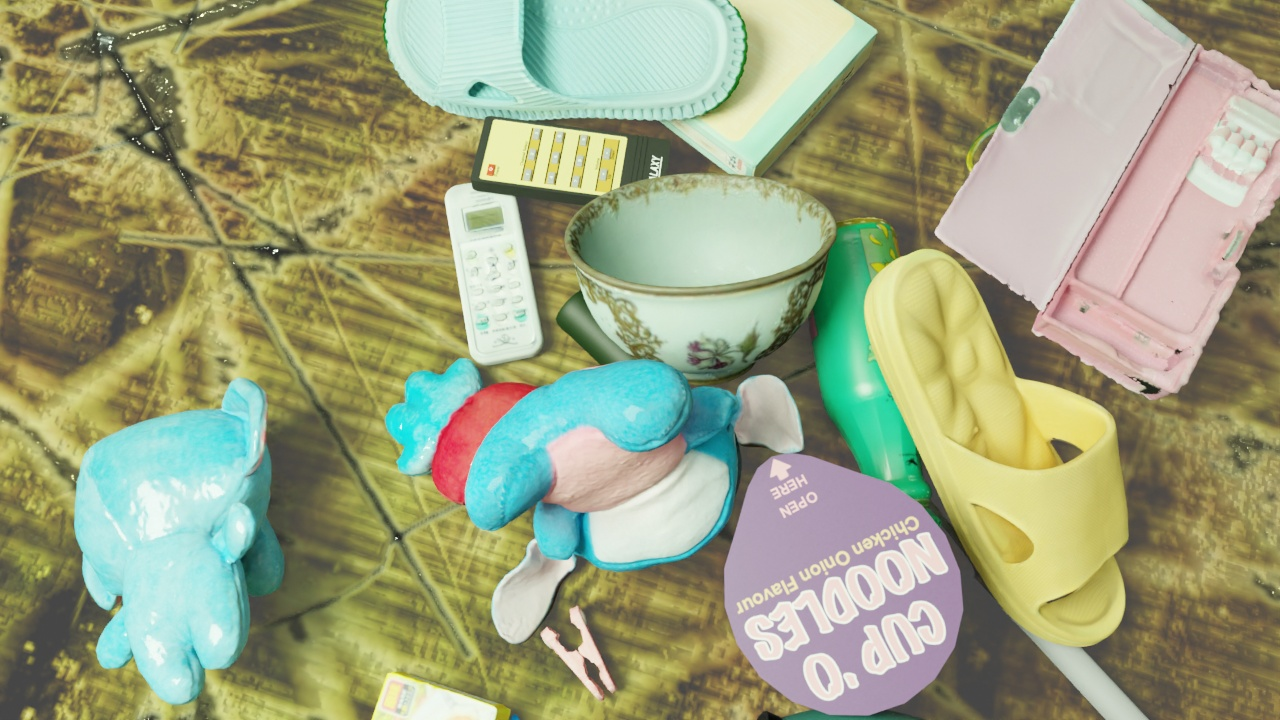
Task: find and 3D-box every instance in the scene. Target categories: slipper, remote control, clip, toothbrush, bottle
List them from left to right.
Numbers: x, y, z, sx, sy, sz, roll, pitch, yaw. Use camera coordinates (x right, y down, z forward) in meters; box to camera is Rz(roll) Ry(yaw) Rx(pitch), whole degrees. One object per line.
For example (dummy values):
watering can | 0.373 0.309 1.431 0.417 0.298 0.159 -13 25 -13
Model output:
remote control | -0.101 -0.062 0.637 0.050 0.022 0.133 -11 74 -3
slipper | -0.064 -0.223 0.632 0.276 0.069 0.116 10 99 15
remote control | -0.048 -0.137 0.642 0.133 0.013 0.058 7 66 0
clip | -0.041 0.183 0.566 0.045 0.023 0.059 -13 72 1
bottle | -0.004 0.004 0.612 0.123 0.033 0.033 44 78 11
bottle | 0.150 0.015 0.589 0.068 0.068 0.209 -7 74 -2
slipper | 0.223 0.051 0.536 0.099 0.079 0.263 -30 92 -30
toothbrush | 0.240 0.155 0.574 0.018 0.019 0.188 -35 76 -27

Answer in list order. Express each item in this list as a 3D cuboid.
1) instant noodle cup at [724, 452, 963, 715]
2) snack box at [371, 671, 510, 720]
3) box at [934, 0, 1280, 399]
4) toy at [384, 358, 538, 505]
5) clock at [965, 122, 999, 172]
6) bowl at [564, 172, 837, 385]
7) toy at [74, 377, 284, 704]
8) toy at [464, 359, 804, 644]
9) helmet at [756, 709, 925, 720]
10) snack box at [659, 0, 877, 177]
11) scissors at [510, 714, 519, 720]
instant noodle cup | 0.100 0.128 0.528 0.122 0.122 0.136 -25 75 -7
snack box | -0.135 0.267 0.531 0.075 0.025 0.152 12 74 16
box | 0.304 -0.114 0.579 0.179 0.040 0.232 36 76 2
toy | -0.104 0.048 0.589 0.133 0.062 0.092 20 59 24
clock | 0.299 -0.108 0.630 0.118 0.060 0.162 -39 77 -11
bowl | 0.037 -0.043 0.568 0.160 0.094 0.159 -3 33 2
toy | -0.261 0.110 0.545 0.183 0.114 0.180 -42 58 11
toy | -0.018 0.069 0.516 0.224 0.191 0.099 -35 61 8
helmet | 0.117 0.318 0.446 0.200 0.176 0.274 21 78 9
snack box | 0.052 -0.239 0.676 0.193 0.044 0.141 39 79 11
scissors | -0.060 0.274 0.543 0.125 0.013 0.126 -18 77 -4
